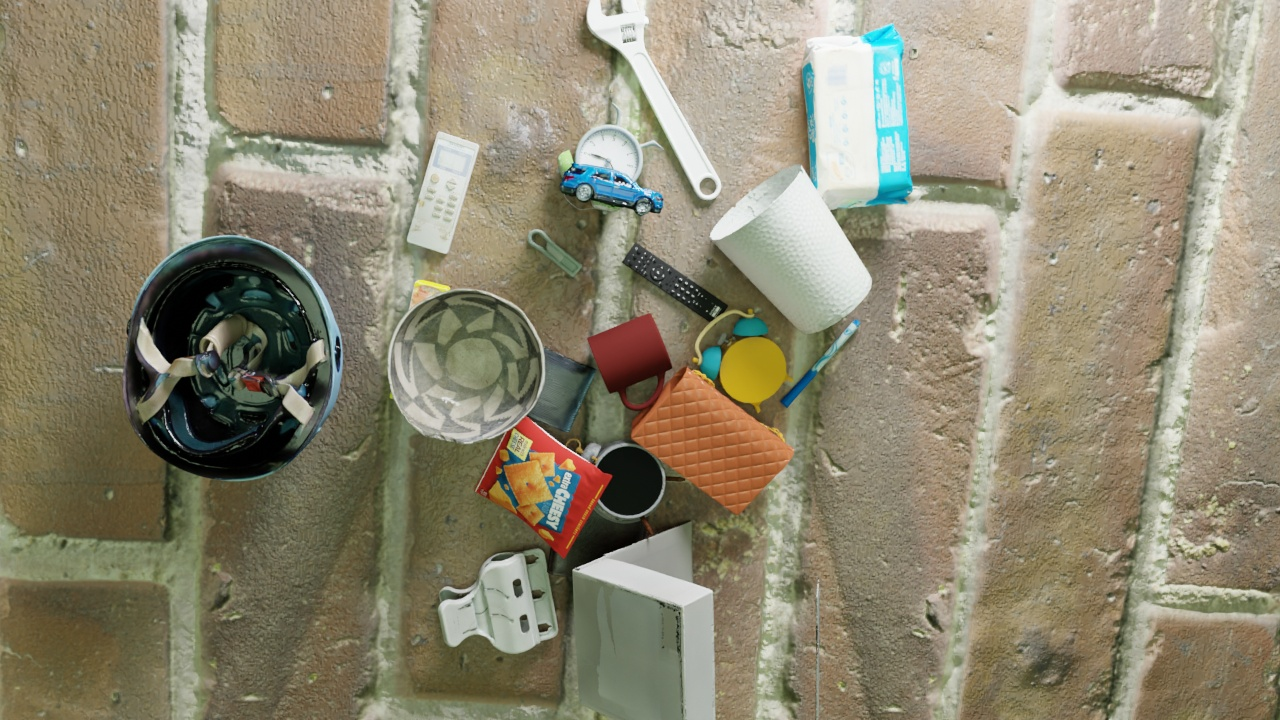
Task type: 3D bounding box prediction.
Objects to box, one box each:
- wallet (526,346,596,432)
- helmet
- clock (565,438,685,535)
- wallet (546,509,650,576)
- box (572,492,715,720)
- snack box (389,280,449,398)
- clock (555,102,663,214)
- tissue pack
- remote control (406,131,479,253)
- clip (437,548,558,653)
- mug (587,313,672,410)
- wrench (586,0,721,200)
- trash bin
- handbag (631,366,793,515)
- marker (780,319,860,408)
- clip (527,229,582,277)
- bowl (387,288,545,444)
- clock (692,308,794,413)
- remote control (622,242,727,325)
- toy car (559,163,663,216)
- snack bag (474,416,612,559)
[{"bbox_3d":[-0.123,0.028,1.129,0.115,0.026,0.089,22,95,-8],"label":"wallet"},{"bbox_3d":[-0.445,-0.009,1.027,0.225,0.167,0.266,8,100,-8],"label":"helmet"},{"bbox_3d":[-0.029,0.142,1.135,0.148,0.056,0.103,33,79,-3],"label":"clock"},{"bbox_3d":[-0.054,0.228,1.167,0.120,0.031,0.099,8,98,-11],"label":"wallet"},{"bbox_3d":[0.030,0.298,1.129,0.172,0.379,0.167,1,100,12],"label":"box"},{"bbox_3d":[-0.266,-0.022,1.108,0.040,0.029,0.148,14,98,-6],"label":"snack box"},{"bbox_3d":[-0.042,-0.230,1.084,0.094,0.042,0.119,42,94,-8],"label":"clock"},{"bbox_3d":[0.255,-0.285,1.086,0.117,0.066,0.209,-6,98,-2],"label":"tissue pack"},{"bbox_3d":[-0.235,-0.199,1.091,0.050,0.011,0.136,17,98,-7],"label":"remote control"},{"bbox_3d":[-0.182,0.309,1.157,0.144,0.075,0.125,-10,97,-13],"label":"clip"},{"bbox_3d":[-0.007,0.006,1.105,0.082,0.073,0.105,-22,86,-1],"label":"mug"},{"bbox_3d":[0.022,-0.313,1.089,0.066,0.018,0.273,-30,101,1],"label":"wrench"},{"bbox_3d":[0.182,-0.125,1.079,0.133,0.133,0.161,-41,105,3],"label":"trash bin"},{"bbox_3d":[0.089,0.094,1.132,0.172,0.060,0.109,37,109,-13],"label":"handbag"},{"bbox_3d":[0.227,0.003,1.157,0.013,0.013,0.142,40,94,-9],"label":"marker"},{"bbox_3d":[-0.104,-0.130,1.104,0.076,0.045,0.023,38,93,-8],"label":"clip"},{"bbox_3d":[-0.200,0.005,1.072,0.178,0.081,0.178,0,95,-6],"label":"bowl"},{"bbox_3d":[0.128,-0.001,1.136,0.099,0.043,0.129,-42,107,3],"label":"clock"},{"bbox_3d":[0.043,-0.094,1.129,0.140,0.009,0.030,34,95,-9],"label":"remote control"},{"bbox_3d":[-0.031,-0.193,1.041,0.120,0.056,0.043,14,97,-5],"label":"toy car"},{"bbox_3d":[-0.121,0.151,1.122,0.144,0.039,0.131,34,111,12],"label":"snack bag"}]
